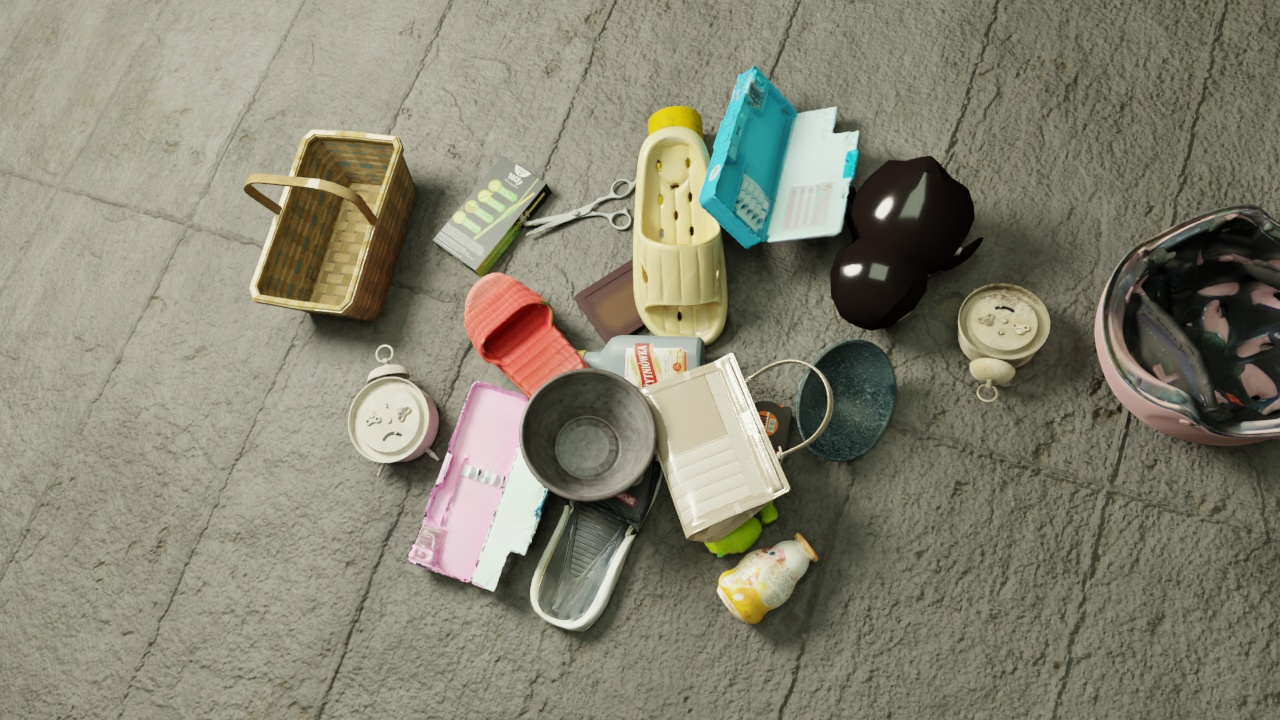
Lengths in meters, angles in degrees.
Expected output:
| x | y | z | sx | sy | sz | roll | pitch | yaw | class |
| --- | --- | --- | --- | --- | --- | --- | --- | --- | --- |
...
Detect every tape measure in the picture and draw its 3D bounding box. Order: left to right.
| x | y | z | sx | sy | sz | roll | pitch | yaw | class |
| --- | --- | --- | --- | --- | --- | --- | --- | --- | --- |
| 0.140 | 0.077 | 1.040 | 0.059 | 0.038 | 0.058 | 11 | 74 | 2 | tape measure |

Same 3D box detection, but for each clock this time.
| x | y | z | sx | sy | sz | roll | pitch | yaw | class |
| --- | --- | --- | --- | --- | --- | --- | --- | --- | --- |
| -0.303 | 0.056 | 1.134 | 0.103 | 0.061 | 0.156 | -15 | 77 | 8 | clock |
| 0.390 | -0.016 | 1.005 | 0.093 | 0.055 | 0.140 | 13 | 68 | 17 | clock |

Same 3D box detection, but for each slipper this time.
| x | y | z | sx | sy | sz | roll | pitch | yaw | class |
| --- | --- | --- | --- | --- | --- | --- | --- | --- | --- |
| -0.149 | -0.035 | 1.100 | 0.103 | 0.059 | 0.248 | -38 | 50 | -6 | slipper |
| -0.050 | 0.172 | 1.037 | 0.111 | 0.063 | 0.263 | 19 | 79 | 18 | slipper |
| 0.040 | -0.141 | 1.065 | 0.111 | 0.079 | 0.261 | -3 | 96 | 9 | slipper |

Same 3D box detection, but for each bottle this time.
| x | y | z | sx | sy | sz | roll | pitch | yaw | class |
| --- | --- | --- | --- | --- | --- | --- | --- | --- | --- |
| -0.006 | 0.006 | 1.085 | 0.161 | 0.046 | 0.072 | 2 | 94 | 13 | bottle |
| 0.048 | -0.228 | 1.144 | 0.071 | 0.071 | 0.163 | -8 | 70 | 10 | bottle |
| 0.136 | 0.229 | 0.973 | 0.109 | 0.063 | 0.063 | -37 | 68 | 0 | bottle |

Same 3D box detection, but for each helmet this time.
| x | y | z | sx | sy | sz | roll | pitch | yaw | class |
| --- | --- | --- | --- | --- | --- | --- | --- | --- | --- |
| 0.582 | -0.018 | 0.909 | 0.255 | 0.152 | 0.229 | -18 | 66 | 5 | helmet |

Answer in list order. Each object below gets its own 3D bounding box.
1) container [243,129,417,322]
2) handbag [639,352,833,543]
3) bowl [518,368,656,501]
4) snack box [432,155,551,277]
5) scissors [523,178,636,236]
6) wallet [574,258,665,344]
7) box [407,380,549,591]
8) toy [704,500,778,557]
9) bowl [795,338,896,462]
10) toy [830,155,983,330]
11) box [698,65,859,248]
| x | y | z | sx | sy | sz | roll | pitch | yaw | class |
| --- | --- | --- | --- | --- | --- | --- | --- | --- | --- |
| -0.397 | -0.181 | 1.165 | 0.158 | 0.186 | 0.249 | 8 | 74 | 15 | container |
| 0.111 | 0.069 | 0.967 | 0.198 | 0.062 | 0.175 | -32 | 60 | 23 | handbag |
| -0.058 | 0.087 | 0.997 | 0.145 | 0.067 | 0.144 | 1 | 71 | -3 | bowl |
| -0.195 | -0.190 | 1.210 | 0.080 | 0.025 | 0.147 | 35 | 82 | 21 | snack box |
| -0.072 | -0.203 | 1.193 | 0.161 | 0.014 | 0.117 | 10 | 75 | 12 | scissors |
| -0.012 | -0.076 | 1.136 | 0.115 | 0.018 | 0.091 | -35 | 67 | -2 | wallet |
| -0.166 | 0.148 | 1.073 | 0.161 | 0.063 | 0.230 | 11 | 74 | 25 | box |
| 0.104 | 0.174 | 1.015 | 0.094 | 0.036 | 0.093 | 8 | 68 | 8 | toy |
| 0.212 | 0.039 | 1.013 | 0.137 | 0.137 | 0.057 | -53 | 30 | -8 | bowl |
| 0.280 | -0.124 | 1.018 | 0.159 | 0.140 | 0.184 | 27 | 80 | 19 | toy |
| 0.166 | -0.233 | 1.089 | 0.170 | 0.085 | 0.226 | 18 | 58 | -1 | box |
